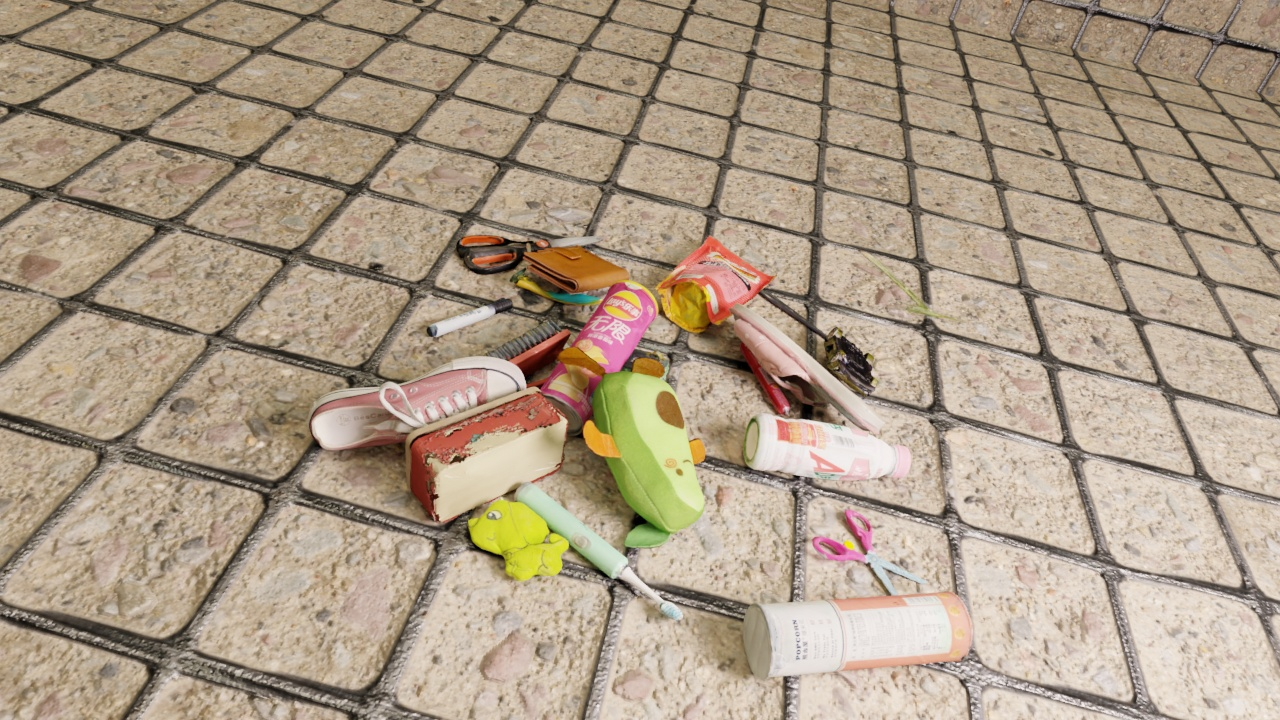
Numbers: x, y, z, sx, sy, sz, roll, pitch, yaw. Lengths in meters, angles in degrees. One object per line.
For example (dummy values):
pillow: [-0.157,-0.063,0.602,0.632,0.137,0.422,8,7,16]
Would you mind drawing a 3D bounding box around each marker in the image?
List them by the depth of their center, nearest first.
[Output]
marker: [-0.226,-0.058,1.218,0.130,0.018,0.022,-24,43,-37]

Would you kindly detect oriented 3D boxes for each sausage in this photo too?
sausage: [0.165,0.021,1.226,0.020,0.020,0.155,-4,41,-20]

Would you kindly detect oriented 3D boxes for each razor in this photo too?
razor: [-0.116,-0.097,1.287,0.132,0.028,0.043,17,18,8]

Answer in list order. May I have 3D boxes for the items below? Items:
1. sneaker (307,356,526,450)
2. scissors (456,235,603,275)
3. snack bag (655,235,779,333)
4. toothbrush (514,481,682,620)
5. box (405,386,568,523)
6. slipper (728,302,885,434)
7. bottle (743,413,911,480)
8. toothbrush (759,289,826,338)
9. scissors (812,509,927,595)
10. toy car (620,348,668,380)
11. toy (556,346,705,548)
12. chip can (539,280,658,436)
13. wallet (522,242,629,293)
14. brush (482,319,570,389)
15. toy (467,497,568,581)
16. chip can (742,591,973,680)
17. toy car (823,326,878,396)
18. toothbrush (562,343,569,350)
sneaker: [-0.237,0.060,1.003,0.240,0.118,0.088,-10,26,-18]
scissors: [-0.167,-0.180,1.380,0.137,0.022,0.234,35,44,27]
snack bag: [0.112,-0.117,1.351,0.128,0.073,0.207,29,36,15]
toothbrush: [-0.045,0.197,0.948,0.224,0.026,0.027,34,7,24]
box: [-0.158,0.102,0.981,0.168,0.091,0.079,-22,46,-35]
slipper: [0.203,0.015,1.187,0.274,0.054,0.114,44,8,37]
bottle: [0.225,0.109,1.101,0.197,0.068,0.068,9,39,-11]
toothbrush: [0.243,-0.059,1.349,0.015,0.018,0.181,-27,52,-35]
scissors: [0.256,0.214,1.020,0.133,0.017,0.125,22,36,5]
toy car: [-0.007,0.007,1.180,0.091,0.036,0.043,17,44,29]
toy: [0.005,0.085,1.022,0.226,0.090,0.246,11,49,-48]
chip can: [-0.053,-0.006,1.125,0.071,0.072,0.209,22,52,12]
wallet: [-0.097,-0.134,1.318,0.119,0.035,0.130,33,27,22]
brush: [-0.145,0.011,1.123,0.145,0.063,0.069,-31,74,-40]
toy: [-0.124,0.183,0.941,0.096,0.031,0.100,-5,46,-21]
chip can: [0.213,0.267,0.897,0.214,0.071,0.071,0,40,-15]
toy car: [0.277,0.004,1.224,0.070,0.042,0.157,39,20,-5]
toothbrush: [-0.078,0.008,1.179,0.018,0.016,0.191,-28,53,-26]
